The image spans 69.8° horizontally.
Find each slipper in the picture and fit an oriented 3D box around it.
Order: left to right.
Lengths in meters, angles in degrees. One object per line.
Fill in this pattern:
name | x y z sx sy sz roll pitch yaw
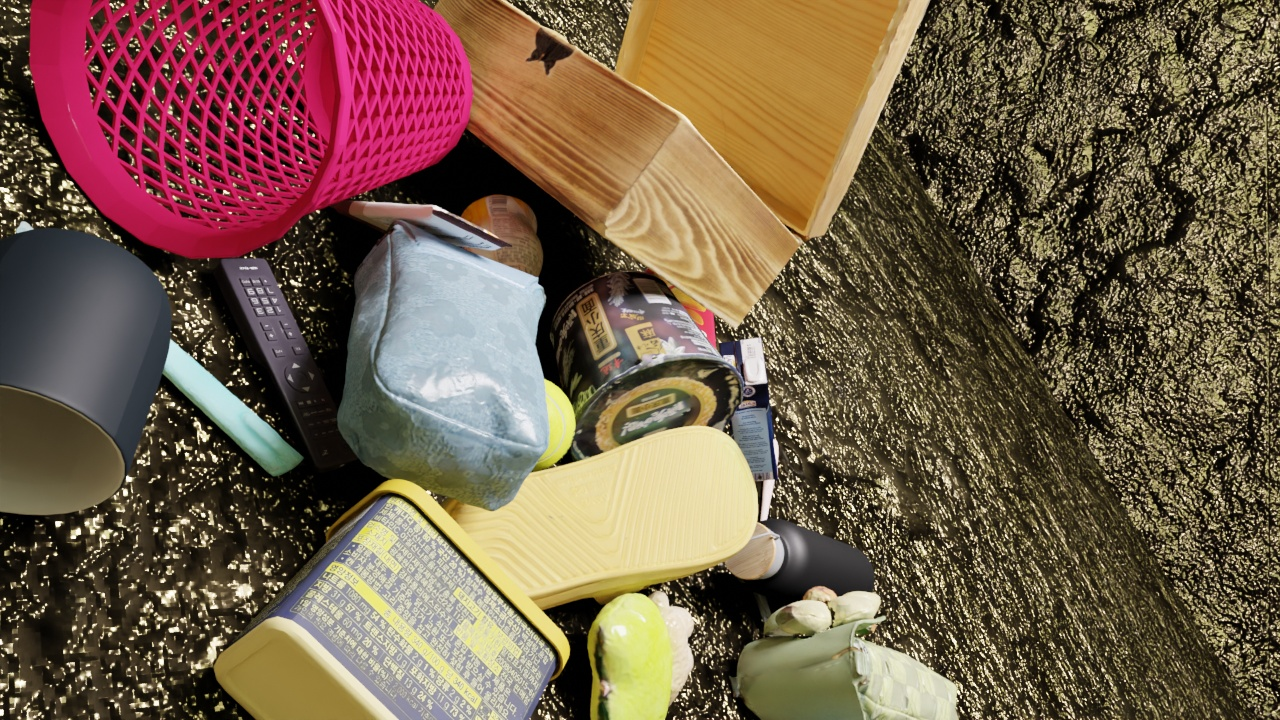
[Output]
slipper | -0.027 0.114 0.612 0.262 0.079 0.099 -6 62 -39

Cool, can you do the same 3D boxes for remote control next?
remote control | -0.205 0.002 0.527 0.032 0.015 0.136 -12 71 -60

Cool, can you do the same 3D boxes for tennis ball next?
tennis ball | -0.077 0.043 0.620 0.065 0.065 0.065 37 32 -28

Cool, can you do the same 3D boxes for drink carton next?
drink carton | 0.099 0.046 0.841 0.064 0.040 0.130 -90 171 -49

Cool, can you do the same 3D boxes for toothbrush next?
toothbrush | 0.125 0.127 0.884 0.015 0.018 0.180 46 28 -15

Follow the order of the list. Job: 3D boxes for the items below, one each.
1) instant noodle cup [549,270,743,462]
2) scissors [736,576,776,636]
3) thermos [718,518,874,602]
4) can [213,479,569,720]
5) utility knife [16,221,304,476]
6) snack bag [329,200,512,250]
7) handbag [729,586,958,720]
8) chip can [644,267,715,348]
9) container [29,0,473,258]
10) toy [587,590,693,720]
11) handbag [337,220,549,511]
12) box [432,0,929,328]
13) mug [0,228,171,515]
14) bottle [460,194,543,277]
instant noodle cup | -0.004 0.004 0.708 0.137 0.137 0.112 23 34 -44
scissors | 0.087 0.162 0.782 0.140 0.019 0.128 56 23 -9
thermos | 0.128 0.168 0.755 0.231 0.061 0.061 30 35 -54
can | -0.115 0.144 0.442 0.135 0.075 0.104 48 31 -9
utility knife | -0.245 -0.005 0.472 0.179 0.016 0.022 48 27 -14
snack bag | -0.150 -0.091 0.604 0.057 0.158 0.013 22 84 -42
handbag | 0.162 0.238 0.709 0.186 0.113 0.116 33 48 -36
chip can | 0.037 -0.018 0.858 0.069 0.069 0.220 37 31 -27
container | -0.207 -0.172 0.571 0.183 0.183 0.225 51 21 -4
toy | 0.003 0.192 0.584 0.115 0.046 0.092 1 83 -61
handbag | -0.118 0.007 0.547 0.121 0.119 0.191 21 34 -27
box | 0.045 -0.239 0.760 0.279 0.315 0.282 40 5 32
mug | -0.266 0.000 0.380 0.121 0.085 0.094 7 45 -15
bottle | -0.107 -0.077 0.716 0.063 0.063 0.108 24 41 -42
